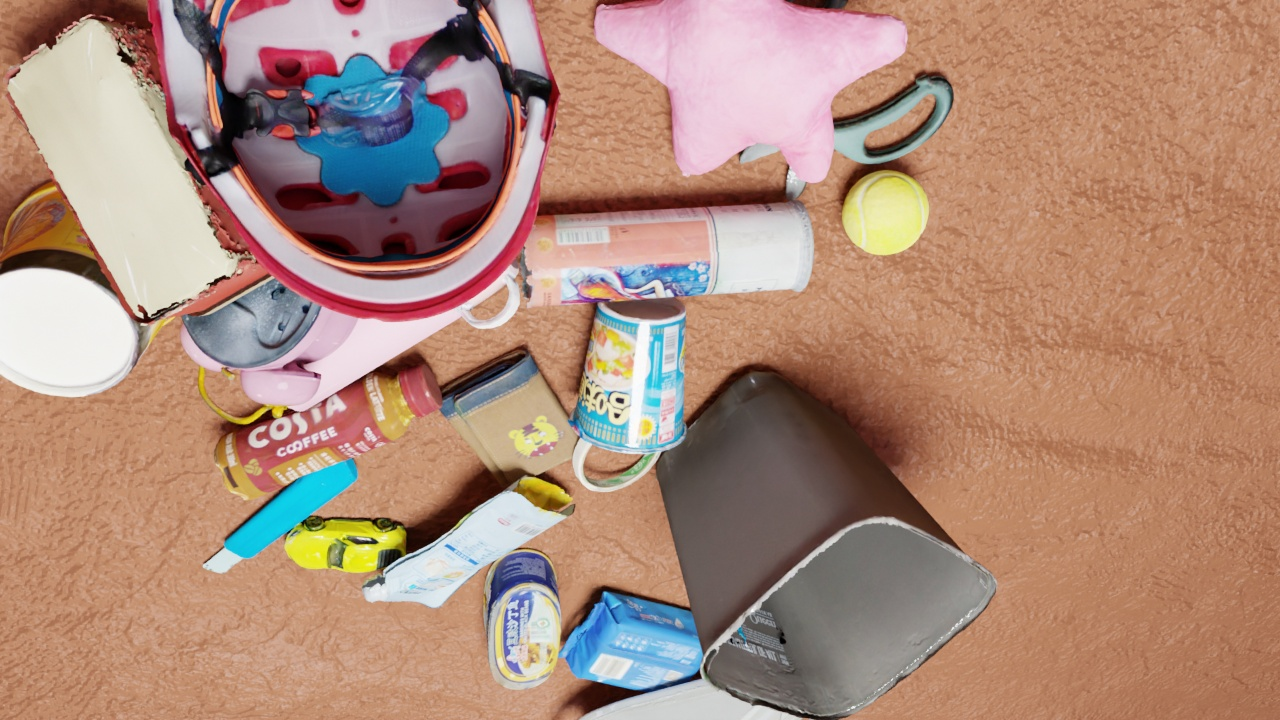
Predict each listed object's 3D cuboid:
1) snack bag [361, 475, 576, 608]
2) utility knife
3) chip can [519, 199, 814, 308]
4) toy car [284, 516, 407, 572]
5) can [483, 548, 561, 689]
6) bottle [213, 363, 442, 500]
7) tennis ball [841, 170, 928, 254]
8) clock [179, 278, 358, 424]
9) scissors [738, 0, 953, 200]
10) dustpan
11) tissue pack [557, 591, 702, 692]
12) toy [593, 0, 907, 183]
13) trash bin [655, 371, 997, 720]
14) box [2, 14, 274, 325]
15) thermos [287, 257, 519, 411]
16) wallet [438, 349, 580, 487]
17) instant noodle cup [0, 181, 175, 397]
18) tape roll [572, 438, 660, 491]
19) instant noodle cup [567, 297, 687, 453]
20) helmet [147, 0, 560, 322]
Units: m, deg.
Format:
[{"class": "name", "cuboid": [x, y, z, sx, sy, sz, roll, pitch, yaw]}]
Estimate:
[{"class": "snack bag", "cuboid": [-0.155, 0.169, 0.820, 0.191, 0.039, 0.110, -35, 158, 17]}, {"class": "utility knife", "cuboid": [-0.312, 0.135, 0.789, 0.179, 0.018, 0.034, -37, 108, 13]}, {"class": "chip can", "cuboid": [0.017, -0.081, 0.694, 0.214, 0.071, 0.071, -4, 123, -10]}, {"class": "toy car", "cuboid": [-0.261, 0.167, 0.814, 0.105, 0.032, 0.048, 5, 121, -14]}, {"class": "can", "cuboid": [-0.115, 0.254, 0.894, 0.074, 0.049, 0.148, -1, 123, -12]}, {"class": "bottle", "cuboid": [-0.244, 0.053, 0.728, 0.175, 0.057, 0.057, -23, 124, 2]}, {"class": "tennis ball", "cuboid": [0.191, -0.115, 0.715, 0.065, 0.065, 0.066, -6, 123, -9]}, {"class": "clock", "cuboid": [-0.255, -0.033, 0.625, 0.117, 0.059, 0.158, 27, 92, 18]}, {"class": "scissors", "cuboid": [0.159, -0.199, 0.682, 0.179, 0.019, 0.170, -2, 121, -13]}, {"class": "dustpan", "cuboid": [0.046, 0.397, 1.012, 0.257, 0.142, 0.223, -36, 147, -22]}, {"class": "tissue pack", "cuboid": [0.001, 0.291, 0.943, 0.157, 0.052, 0.095, 21, 117, -24]}, {"class": "toy", "cuboid": [0.059, -0.196, 0.623, 0.194, 0.074, 0.179, 27, 132, -7]}, {"class": "trash bin", "cuboid": [0.131, 0.146, 0.771, 0.199, 0.219, 0.199, 30, 110, -34]}, {"class": "box", "cuboid": [-0.297, -0.112, 0.550, 0.091, 0.077, 0.168, -26, 95, 14]}, {"class": "thermos", "cuboid": [-0.181, -0.029, 0.675, 0.199, 0.087, 0.067, -28, 166, 7]}, {"class": "wallet", "cuboid": [-0.108, 0.052, 0.777, 0.090, 0.033, 0.115, -27, 128, 4]}, {"class": "instant noodle cup", "cuboid": [-0.365, -0.045, 0.602, 0.118, 0.114, 0.119, -6, 124, -10]}, {"class": "tape roll", "cuboid": [-0.019, 0.079, 0.809, 0.085, 0.014, 0.086, -19, 133, -22]}, {"class": "instant noodle cup", "cuboid": [-0.004, 0.004, 0.736, 0.099, 0.099, 0.110, 1, 115, -14]}, {"class": "helmet", "cuboid": [-0.160, -0.146, 0.549, 0.206, 0.144, 0.240, -12, 100, -13]}]
